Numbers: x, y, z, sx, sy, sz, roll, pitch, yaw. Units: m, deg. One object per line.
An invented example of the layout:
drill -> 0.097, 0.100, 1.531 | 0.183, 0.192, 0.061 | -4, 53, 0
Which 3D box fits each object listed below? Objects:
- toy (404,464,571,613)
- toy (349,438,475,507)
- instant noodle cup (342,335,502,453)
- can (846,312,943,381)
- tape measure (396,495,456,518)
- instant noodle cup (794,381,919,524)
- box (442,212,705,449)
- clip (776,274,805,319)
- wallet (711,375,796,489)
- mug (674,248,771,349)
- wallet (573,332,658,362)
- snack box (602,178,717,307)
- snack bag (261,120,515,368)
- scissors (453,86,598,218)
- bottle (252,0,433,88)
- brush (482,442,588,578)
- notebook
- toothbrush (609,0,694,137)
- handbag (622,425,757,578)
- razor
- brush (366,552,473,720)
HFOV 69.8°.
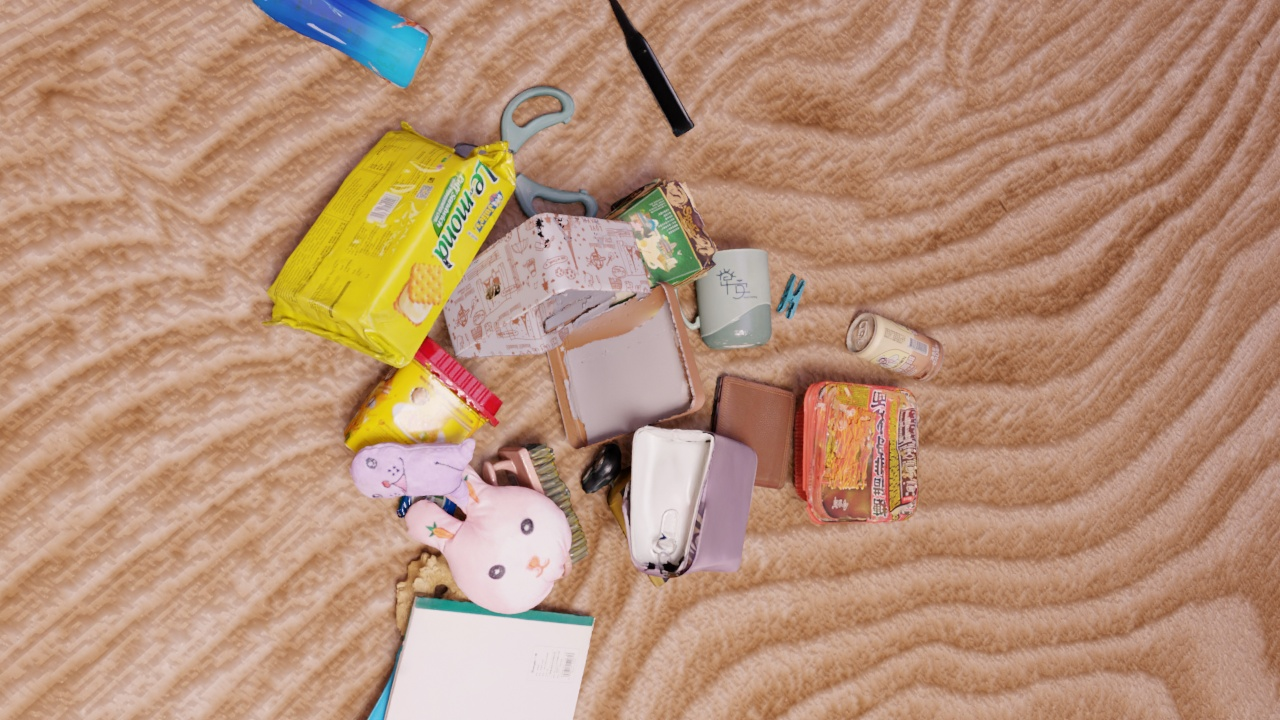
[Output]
toy -> -0.146, 0.169, 0.885 | 0.159, 0.054, 0.121 | 32, 84, -2
toy -> -0.204, 0.100, 0.820 | 0.108, 0.039, 0.084 | 0, 126, -13
instant noodle cup -> -0.213, 0.052, 0.878 | 0.116, 0.116, 0.123 | 44, 81, -17
can -> 0.323, -0.016, 1.162 | 0.116, 0.059, 0.058 | 19, 77, -23
tape measure -> -0.210, 0.138, 0.914 | 0.058, 0.025, 0.054 | 22, 74, -26
instant noodle cup -> 0.249, 0.111, 1.097 | 0.188, 0.079, 0.164 | 6, 83, -34
box -> -0.074, -0.018, 0.882 | 0.157, 0.181, 0.197 | -5, 77, -50
clip -> 0.186, -0.078, 1.127 | 0.045, 0.014, 0.056 | 27, 76, -19
wallet -> 0.128, 0.085, 1.078 | 0.101, 0.032, 0.124 | 13, 79, -21
mug -> 0.093, -0.067, 1.052 | 0.112, 0.082, 0.106 | -4, 87, 5
wallet -> -0.006, 0.006, 1.016 | 0.129, 0.037, 0.106 | -6, 87, -26
snack box -> -0.003, -0.117, 0.970 | 0.105, 0.118, 0.118 | -33, 98, -44
snack bag -> -0.232, -0.115, 0.853 | 0.246, 0.158, 0.068 | -62, 149, -17
scissors -> -0.113, -0.227, 0.997 | 0.170, 0.019, 0.181 | 20, 78, -21
bottle -> -0.311, -0.343, 0.885 | 0.218, 0.065, 0.065 | 25, 75, -22
brush -> -0.107, 0.158, 0.941 | 0.072, 0.063, 0.145 | -25, 98, -29
notebook -> -0.145, 0.318, 0.907 | 0.209, 0.012, 0.150 | 18, 81, -35
toothbrush -> 0.000, -0.357, 1.056 | 0.026, 0.027, 0.212 | -27, 100, 20
handbag -> 0.052, 0.147, 0.945 | 0.197, 0.098, 0.145 | 27, 65, -68
razor -> -0.010, 0.172, 0.997 | 0.067, 0.062, 0.167 | -24, 103, 5
brush -> -0.232, 0.300, 0.872 | 0.083, 0.046, 0.254 | 36, 66, -22
